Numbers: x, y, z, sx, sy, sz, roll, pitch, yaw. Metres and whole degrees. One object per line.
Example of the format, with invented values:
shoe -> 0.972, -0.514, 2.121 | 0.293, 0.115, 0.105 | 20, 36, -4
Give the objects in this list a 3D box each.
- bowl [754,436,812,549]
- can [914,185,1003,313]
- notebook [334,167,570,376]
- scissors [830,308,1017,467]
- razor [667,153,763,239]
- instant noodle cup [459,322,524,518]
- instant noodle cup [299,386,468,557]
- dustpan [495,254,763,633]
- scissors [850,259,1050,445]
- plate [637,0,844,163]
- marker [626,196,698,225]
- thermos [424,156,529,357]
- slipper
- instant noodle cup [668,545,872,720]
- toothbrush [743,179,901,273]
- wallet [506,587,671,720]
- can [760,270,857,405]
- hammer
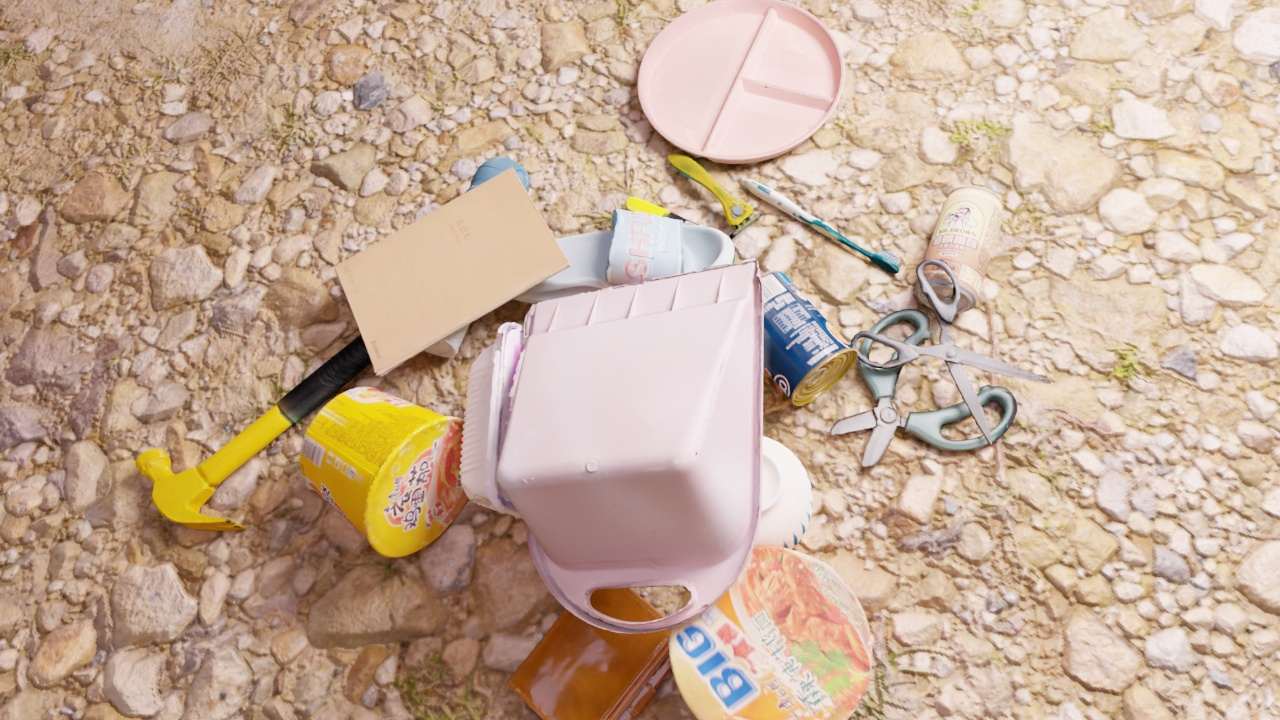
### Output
bowl -> 0.095, 0.117, 0.812 | 0.116, 0.066, 0.116 | -3, 65, 6
can -> 0.309, -0.107, 0.888 | 0.058, 0.058, 0.116 | 18, 69, 16
notebook -> -0.191, -0.093, 0.908 | 0.211, 0.012, 0.149 | -30, 59, -2
scissors -> 0.269, 0.036, 0.852 | 0.181, 0.019, 0.170 | 21, 69, 15
razor -> 0.072, -0.184, 0.978 | 0.043, 0.028, 0.132 | -39, 64, -6
instant noodle cup -> -0.110, 0.067, 0.837 | 0.060, 0.138, 0.173 | -15, 61, 27
instant noodle cup -> -0.233, 0.094, 0.839 | 0.110, 0.138, 0.137 | 25, 71, 27
dustpan -> -0.003, 0.068, 0.751 | 0.223, 0.139, 0.272 | -7, 43, 26
scissors -> 0.276, -0.006, 0.834 | 0.160, 0.014, 0.180 | -15, 80, 20
plate -> 0.111, -0.313, 1.029 | 0.229, 0.028, 0.229 | -3, 66, 7
marker -> 0.040, -0.143, 0.969 | 0.124, 0.015, 0.018 | 26, 72, 15
thermos -> -0.178, -0.112, 0.956 | 0.070, 0.070, 0.220 | 15, 69, 14
slipper -> -0.029, -0.109, 0.916 | 0.245, 0.074, 0.103 | -3, 40, 10
instant noodle cup -> 0.103, 0.234, 0.732 | 0.151, 0.111, 0.151 | -3, 65, 7
toothbrush -> 0.186, -0.142, 0.947 | 0.191, 0.016, 0.018 | 35, 65, 20
wallet -> -0.031, 0.261, 0.782 | 0.119, 0.035, 0.130 | 36, 76, 21
can -> 0.139, -0.023, 0.865 | 0.075, 0.075, 0.111 | -34, 65, -8
hammer -> -0.356, 0.054, 0.924 | 0.300, 0.033, 0.129 | -41, 67, -11
